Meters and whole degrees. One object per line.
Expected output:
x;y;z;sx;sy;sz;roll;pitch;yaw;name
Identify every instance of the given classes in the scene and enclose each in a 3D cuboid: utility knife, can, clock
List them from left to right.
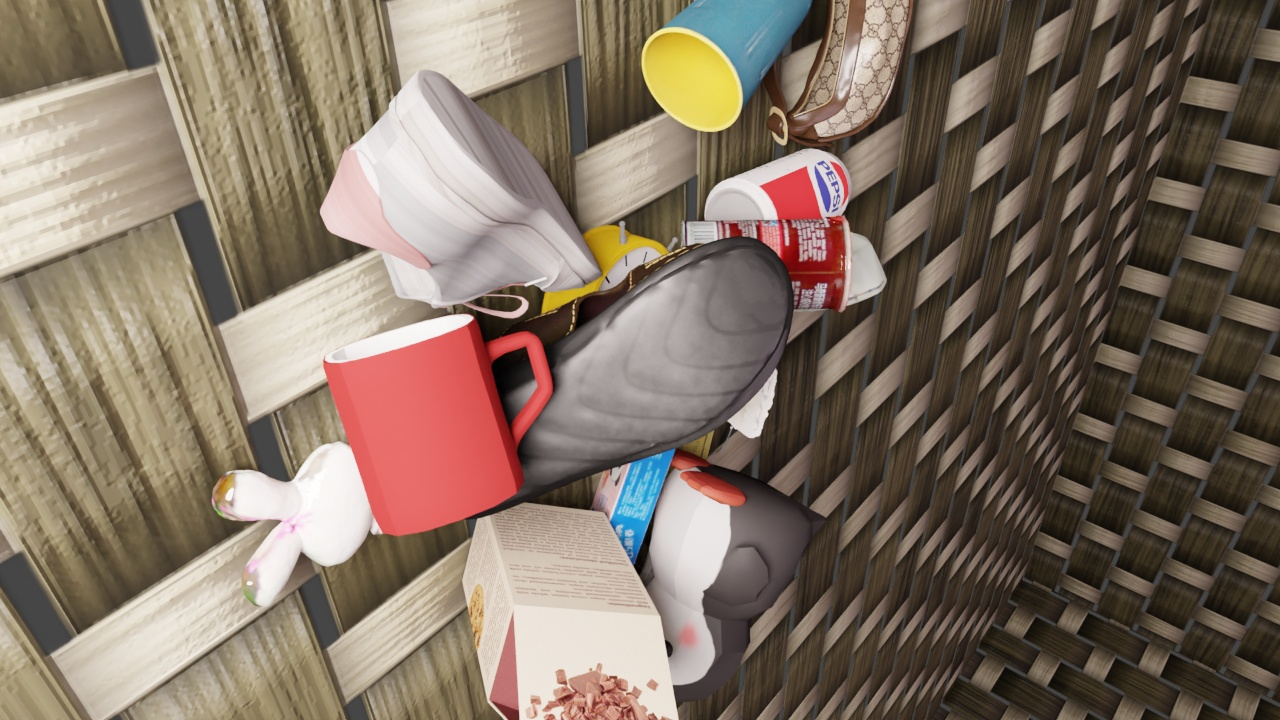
-0.023;-0.024;0.664;0.113;0.052;0.152;5;104;-56;clock
0.109;0.033;0.921;0.141;0.015;0.022;-70;166;10;utility knife
0.117;-0.132;0.770;0.131;0.070;0.070;-29;134;-42;can

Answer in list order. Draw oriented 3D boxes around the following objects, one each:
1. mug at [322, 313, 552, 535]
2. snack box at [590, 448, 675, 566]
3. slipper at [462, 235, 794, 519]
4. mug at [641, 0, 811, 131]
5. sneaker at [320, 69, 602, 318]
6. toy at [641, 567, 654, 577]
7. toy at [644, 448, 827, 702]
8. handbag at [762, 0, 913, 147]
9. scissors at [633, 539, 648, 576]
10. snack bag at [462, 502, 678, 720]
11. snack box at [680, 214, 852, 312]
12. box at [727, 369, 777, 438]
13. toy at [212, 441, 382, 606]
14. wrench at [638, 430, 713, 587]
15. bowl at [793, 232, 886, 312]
-0.103;0.028;0.508;0.116;0.080;0.096;-18;104;-16;mug
-0.004;0.085;0.734;0.088;0.033;0.154;-115;-136;-75;snack box
-0.026;0.012;0.577;0.268;0.113;0.075;-30;-171;10;slipper
0.065;-0.226;0.633;0.121;0.078;0.078;-53;146;-27;mug
-0.094;-0.071;0.500;0.089;0.099;0.236;-31;167;8;sneaker
0.063;0.189;0.908;0.132;0.088;0.094;6;96;-57;toy
0.060;0.184;0.735;0.140;0.159;0.184;19;95;-16;toy
0.153;-0.258;0.760;0.138;0.063;0.167;-13;127;-31;handbag
0.020;0.201;0.828;0.170;0.013;0.157;0;94;-22;scissors
-0.050;0.173;0.596;0.094;0.206;0.070;10;106;-21;snack bag
0.090;-0.071;0.684;0.072;0.121;0.072;4;85;-88;snack box
0.081;-0.011;0.745;0.151;0.132;0.107;-28;130;-45;box
-0.181;0.086;0.524;0.122;0.038;0.079;-14;108;-51;toy
0.034;0.133;0.813;0.083;0.018;0.273;24;75;-30;wrench
0.160;-0.090;0.833;0.117;0.118;0.061;-30;115;-42;bowl
